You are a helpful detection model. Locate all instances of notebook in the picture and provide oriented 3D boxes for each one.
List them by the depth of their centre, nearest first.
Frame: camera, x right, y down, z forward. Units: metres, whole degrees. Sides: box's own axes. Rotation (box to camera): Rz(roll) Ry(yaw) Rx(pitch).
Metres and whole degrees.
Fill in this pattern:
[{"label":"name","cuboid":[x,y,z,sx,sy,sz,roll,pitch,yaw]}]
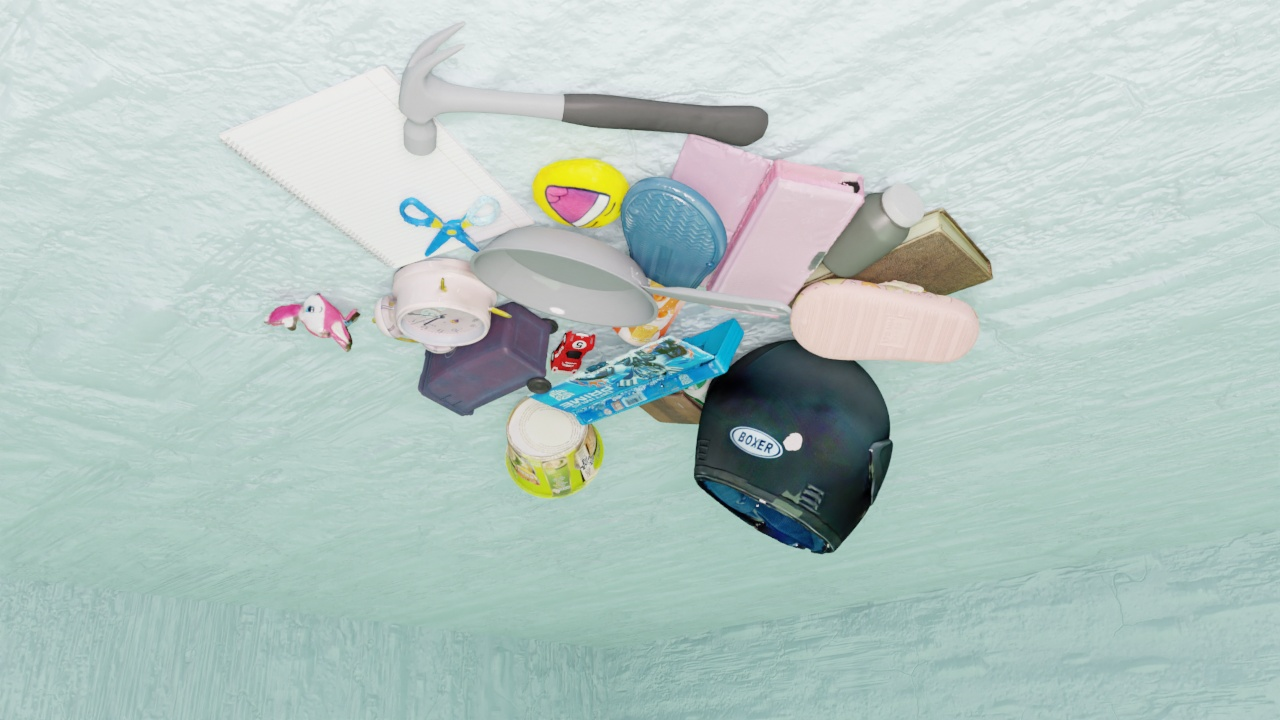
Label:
[{"label":"notebook","cuboid":[-0.238,-0.168,0.865,0.178,0.013,0.245,-14,152,19]},{"label":"notebook","cuboid":[0.282,-0.086,1.056,0.216,0.034,0.190,-21,150,34]}]

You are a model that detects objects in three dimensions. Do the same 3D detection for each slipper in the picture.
[{"label":"slipper","cuboid":[0.036,-0.121,0.889,0.104,0.059,0.214,25,166,6]},{"label":"slipper","cuboid":[0.263,-0.053,0.994,0.197,0.081,0.093,6,124,7]}]

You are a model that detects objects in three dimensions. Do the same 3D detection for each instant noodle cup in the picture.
[{"label":"instant noodle cup","cuboid":[-0.128,0.117,1.329,0.146,0.146,0.098,-3,144,1]}]

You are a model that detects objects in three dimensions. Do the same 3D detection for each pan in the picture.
[{"label":"pan","cuboid":[-0.012,-0.076,0.911,0.357,0.050,0.200,4,162,33]}]

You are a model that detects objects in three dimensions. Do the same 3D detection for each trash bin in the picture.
[{"label":"trash bin","cuboid":[-0.189,0.002,1.132,0.161,0.093,0.092,-24,138,34]}]

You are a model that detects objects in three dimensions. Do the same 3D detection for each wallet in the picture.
[{"label":"wallet","cuboid":[0.047,0.066,1.332,0.099,0.026,0.121,3,158,34]}]

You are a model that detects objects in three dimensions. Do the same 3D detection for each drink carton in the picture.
[{"label":"drink carton","cuboid":[0.018,-0.065,1.084,0.069,0.038,0.122,7,147,-18]}]

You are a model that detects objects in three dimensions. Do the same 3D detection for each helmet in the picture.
[{"label":"helmet","cuboid":[0.212,0.104,1.209,0.249,0.235,0.316,20,165,29]}]

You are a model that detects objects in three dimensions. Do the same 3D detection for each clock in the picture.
[{"label":"clock","cuboid":[-0.234,-0.056,1.043,0.158,0.058,0.116,-22,148,37]}]

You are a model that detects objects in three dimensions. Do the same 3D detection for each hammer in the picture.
[{"label":"hammer","cuboid":[-0.042,-0.212,0.767,0.310,0.029,0.125,2,150,-12]}]

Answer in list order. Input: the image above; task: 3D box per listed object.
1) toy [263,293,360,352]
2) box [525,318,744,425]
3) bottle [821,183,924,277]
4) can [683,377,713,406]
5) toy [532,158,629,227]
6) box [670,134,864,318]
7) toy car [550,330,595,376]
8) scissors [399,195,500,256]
[{"label":"toy","cuboid":[-0.376,-0.051,1.054,0.102,0.065,0.050,10,120,-18]},{"label":"box","cuboid":[-0.001,0.025,1.158,0.244,0.071,0.169,-23,175,36]},{"label":"bottle","cuboid":[0.231,-0.131,0.926,0.060,0.060,0.109,11,152,-27]},{"label":"can","cuboid":[0.097,0.038,1.277,0.053,0.053,0.101,-16,152,26]},{"label":"toy","cuboid":[-0.055,-0.158,0.866,0.094,0.041,0.096,17,151,-29]},{"label":"box","cuboid":[0.099,-0.124,0.925,0.179,0.039,0.233,13,152,-6]},{"label":"toy car","cuboid":[-0.089,-0.010,1.192,0.038,0.025,0.090,7,153,-20]},{"label":"scissors","cuboid":[-0.183,-0.135,0.915,0.127,0.015,0.125,-12,157,19]}]
